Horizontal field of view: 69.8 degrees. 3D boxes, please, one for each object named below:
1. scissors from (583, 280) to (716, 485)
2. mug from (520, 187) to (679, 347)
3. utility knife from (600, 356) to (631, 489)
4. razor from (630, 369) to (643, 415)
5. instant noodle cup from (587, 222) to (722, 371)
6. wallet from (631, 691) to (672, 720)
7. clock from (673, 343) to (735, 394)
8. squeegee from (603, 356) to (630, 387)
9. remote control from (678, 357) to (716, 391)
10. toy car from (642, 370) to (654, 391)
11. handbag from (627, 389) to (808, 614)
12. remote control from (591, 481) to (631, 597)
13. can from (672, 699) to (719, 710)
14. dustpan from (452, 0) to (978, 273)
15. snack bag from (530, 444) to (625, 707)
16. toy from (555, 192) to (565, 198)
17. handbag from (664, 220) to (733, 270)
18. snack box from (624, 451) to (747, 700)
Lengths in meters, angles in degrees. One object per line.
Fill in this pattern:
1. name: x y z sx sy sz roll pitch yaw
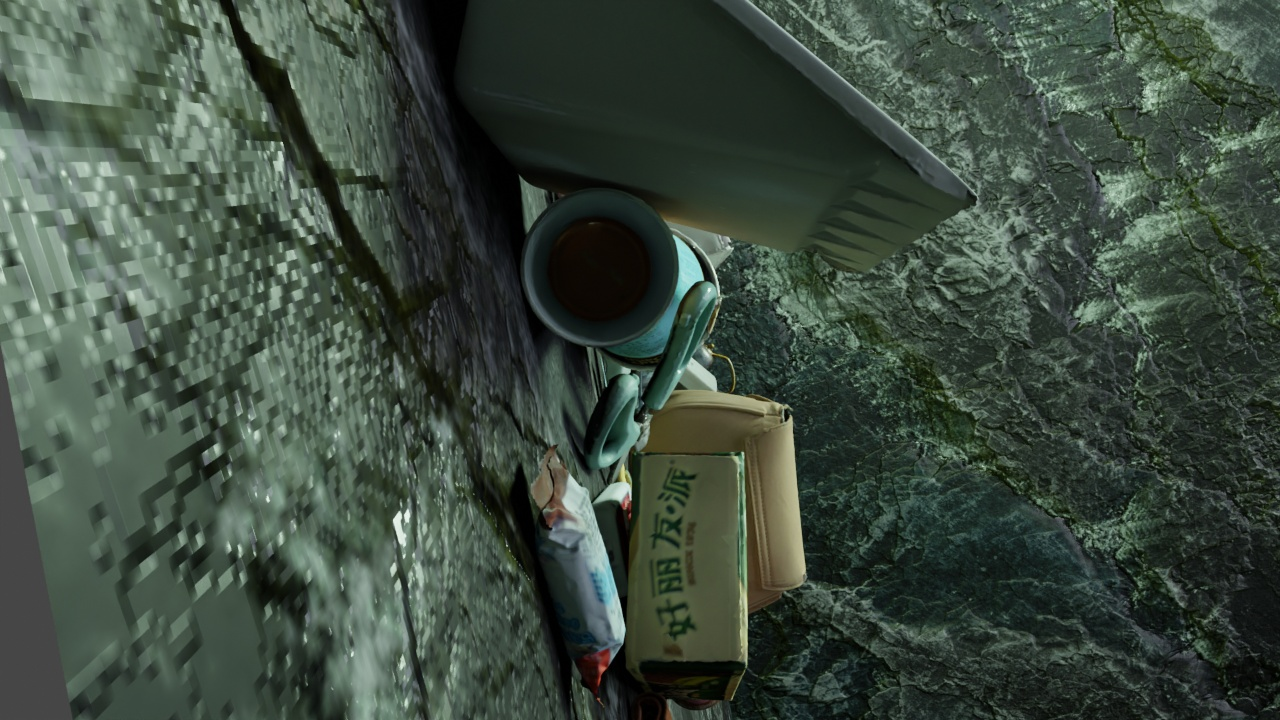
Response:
1. scissors: -0.005 0.033 0.590 0.176 0.019 0.175 -40 158 -57
2. mug: -0.023 -0.050 0.508 0.123 0.078 0.078 -125 -157 -85
3. utility knife: -0.018 0.084 0.711 0.031 0.019 0.175 100 -24 -81
4. razor: -0.005 0.005 0.800 0.142 0.043 0.022 -94 162 -49
5. instant noodle cup: -0.004 -0.052 0.640 0.120 0.111 0.111 24 55 -79
6. wallet: 0.021 0.278 0.534 0.107 0.031 0.132 -99 175 -64
7. clock: 0.038 0.022 0.956 0.055 0.122 0.082 -39 119 -72
8. squeegee: -0.028 -0.071 0.784 0.247 0.039 0.246 71 9 -68
9. remote control: 0.018 -0.012 0.888 0.135 0.019 0.056 39 13 -7
10. toy car: 0.006 0.044 0.879 0.121 0.054 0.036 75 3 -62
11. handbag: 0.066 0.123 0.809 0.099 0.148 0.204 -81 164 -76
12. remote control: -0.014 0.109 0.577 0.136 0.020 0.056 34 45 -86
13. can: 0.038 0.234 0.752 0.147 0.058 0.057 76 5 -48
14. dustpan: 0.014 -0.149 0.434 0.222 0.258 0.142 20 83 -86
15. snack bag: -0.025 0.087 0.371 0.045 0.026 0.105 -69 148 -68
16. toy: -0.044 -0.184 0.682 0.121 0.054 0.159 26 63 -67
17. handbag: 0.004 -0.164 0.918 0.145 0.098 0.197 97 -29 -80
18. snack box: 0.031 0.146 0.572 0.240 0.063 0.114 81 10 -66
